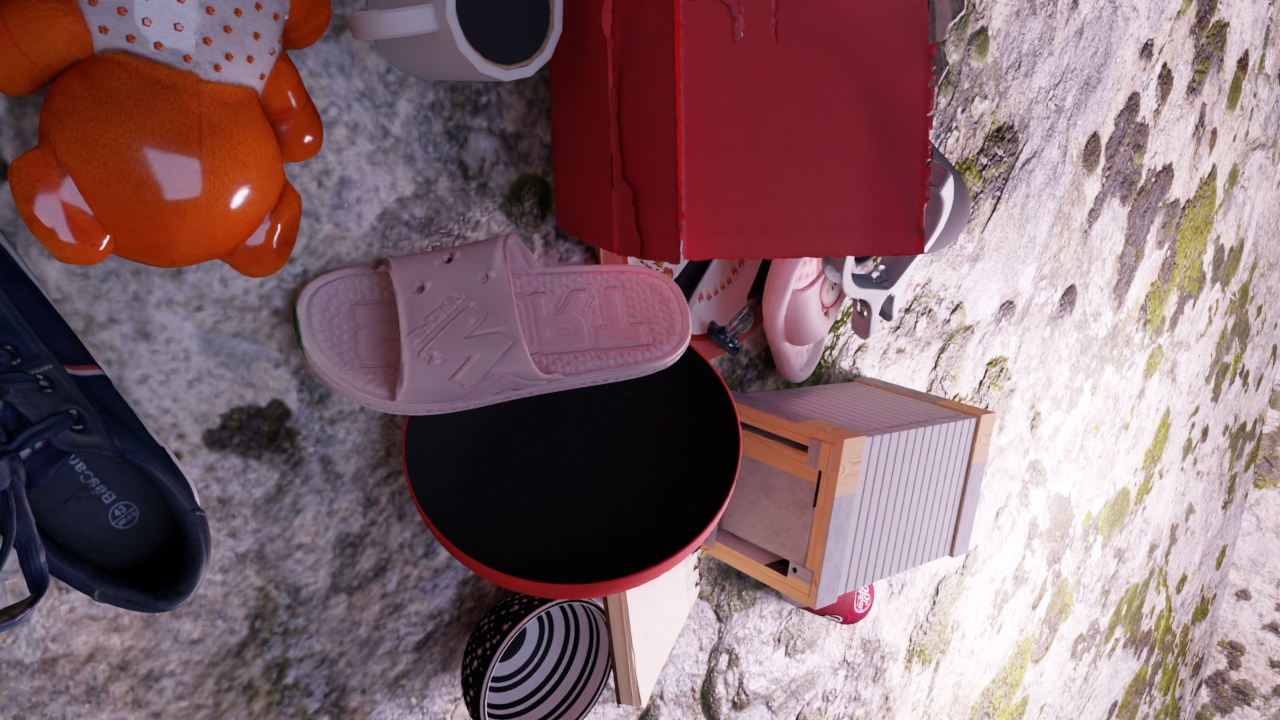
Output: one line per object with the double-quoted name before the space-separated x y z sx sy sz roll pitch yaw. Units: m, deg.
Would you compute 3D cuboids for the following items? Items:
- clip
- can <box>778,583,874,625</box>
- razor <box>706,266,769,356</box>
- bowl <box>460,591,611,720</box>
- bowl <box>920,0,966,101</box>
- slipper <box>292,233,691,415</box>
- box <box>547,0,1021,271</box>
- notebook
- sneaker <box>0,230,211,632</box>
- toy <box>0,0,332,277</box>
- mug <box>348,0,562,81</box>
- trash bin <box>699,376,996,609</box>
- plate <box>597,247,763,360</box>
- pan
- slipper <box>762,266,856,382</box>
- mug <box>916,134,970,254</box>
"clip" 0.214 -0.096 0.729 0.159 0.030 0.174 -41 150 0
"can" 0.193 0.233 0.947 0.114 0.063 0.063 32 81 -44
"razor" 0.101 -0.073 0.759 0.042 0.022 0.144 34 79 -45
"bowl" -0.085 0.220 0.683 0.119 0.066 0.120 -15 113 -39
"bowl" 0.193 -0.291 0.764 0.178 0.081 0.179 -26 127 -40
"slipper" -0.078 -0.025 0.542 0.239 0.065 0.094 -4 70 -17
"box" 0.037 -0.162 0.496 0.121 0.319 0.211 -15 110 -41
"notebook" 0.010 0.134 0.726 0.167 0.024 0.226 -48 137 -58
"sneaker" -0.289 0.015 0.390 0.120 0.127 0.295 -46 127 -24
"toy" -0.224 -0.127 0.434 0.163 0.093 0.172 1 90 -46
"mug" -0.111 -0.192 0.509 0.105 0.090 0.073 -25 119 -35
"trash bin" 0.190 0.108 0.848 0.246 0.143 0.142 -4 106 -42
"plate" 0.050 -0.111 0.733 0.229 0.021 0.230 -15 113 -39
"pan" -0.004 0.004 0.621 0.355 0.209 0.067 -51 159 -33
"slipper" 0.143 -0.052 0.777 0.106 0.056 0.222 -59 157 -24
"mug" 0.217 -0.129 0.790 0.094 0.085 0.122 25 114 -44
